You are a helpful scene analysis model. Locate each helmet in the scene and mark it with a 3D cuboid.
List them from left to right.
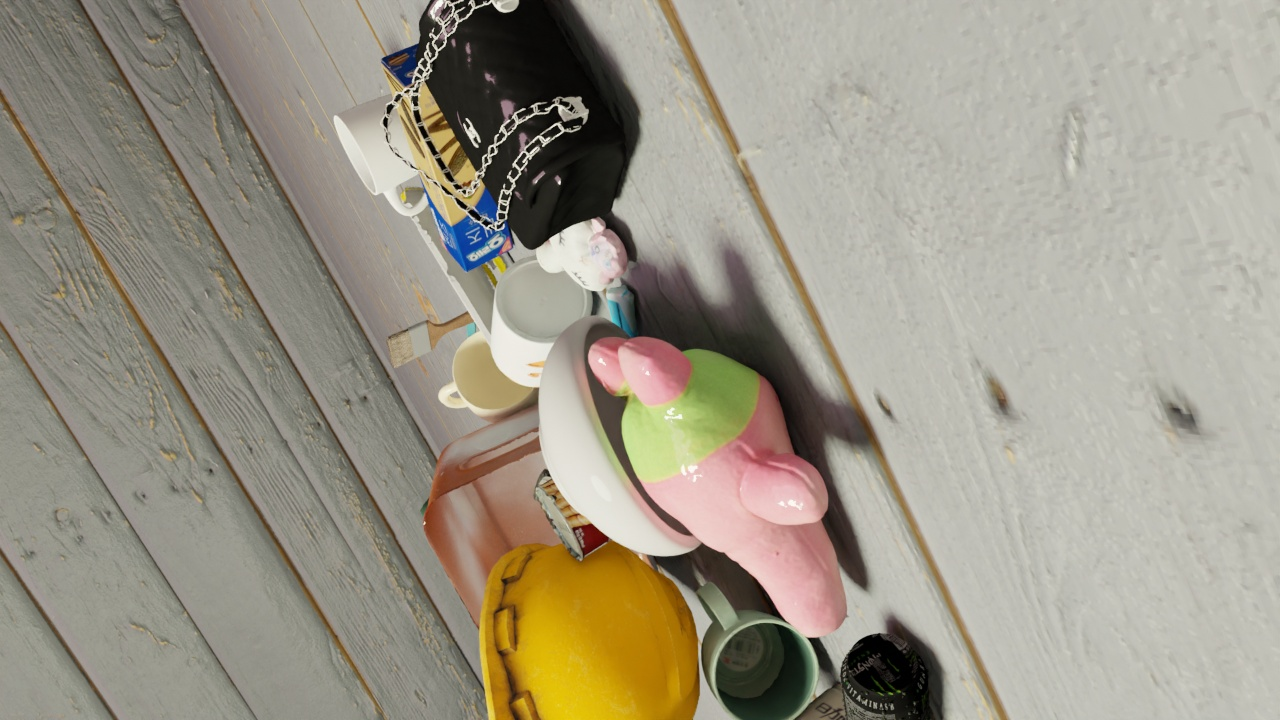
[{"bbox_3d":[-0.019,0.244,0.746,0.205,0.131,0.254,43,-153,-38],"label":"helmet"}]

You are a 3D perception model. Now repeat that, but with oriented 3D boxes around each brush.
[{"bbox_3d":[-0.207,-0.037,0.997,0.008,0.142,0.045,47,150,31],"label":"brush"}]

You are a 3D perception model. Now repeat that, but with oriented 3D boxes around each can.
[{"bbox_3d":[0.115,0.309,0.699,0.054,0.135,0.054,50,161,25],"label":"can"},{"bbox_3d":[0.160,0.234,0.595,0.054,0.053,0.138,39,153,47],"label":"can"}]

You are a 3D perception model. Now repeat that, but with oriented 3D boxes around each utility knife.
[{"bbox_3d":[-0.004,0.004,0.739,0.022,0.015,0.177,20,146,24],"label":"utility knife"}]

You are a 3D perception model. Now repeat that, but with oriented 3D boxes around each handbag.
[{"bbox_3d":[-0.088,-0.151,0.557,0.153,0.114,0.125,62,160,5],"label":"handbag"}]

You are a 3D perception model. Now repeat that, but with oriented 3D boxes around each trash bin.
[{"bbox_3d":[-0.092,0.185,0.946,0.157,0.181,0.260,-114,0,-69],"label":"trash bin"}]

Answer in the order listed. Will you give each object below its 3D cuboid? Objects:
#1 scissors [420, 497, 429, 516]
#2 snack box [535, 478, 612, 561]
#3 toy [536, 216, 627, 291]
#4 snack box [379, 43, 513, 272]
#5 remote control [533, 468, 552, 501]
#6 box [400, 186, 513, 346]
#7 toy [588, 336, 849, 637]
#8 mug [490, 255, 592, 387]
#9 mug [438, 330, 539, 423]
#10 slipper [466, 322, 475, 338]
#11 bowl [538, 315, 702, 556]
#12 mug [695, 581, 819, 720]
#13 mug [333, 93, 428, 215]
[{"bbox_3d":[-0.149,0.152,1.053,0.015,0.203,0.201,-9,146,43],"label":"scissors"},{"bbox_3d":[-0.016,0.101,0.745,0.072,0.121,0.072,51,159,28],"label":"snack box"},{"bbox_3d":[-0.047,-0.087,0.669,0.123,0.038,0.079,29,139,52],"label":"toy"},{"bbox_3d":[-0.167,-0.175,0.817,0.057,0.056,0.207,45,157,36],"label":"snack box"},{"bbox_3d":[-0.031,0.132,0.843,0.013,0.136,0.033,-106,34,-71],"label":"remote control"},{"bbox_3d":[-0.165,-0.099,0.945,0.210,0.070,0.067,58,-177,2],"label":"box"},{"bbox_3d":[0.060,0.073,0.558,0.237,0.096,0.192,54,173,-12],"label":"toy"},{"bbox_3d":[-0.086,-0.031,0.786,0.082,0.082,0.105,56,161,12],"label":"mug"},{"bbox_3d":[-0.161,0.027,1.013,0.100,0.120,0.096,79,170,-72],"label":"mug"},{"bbox_3d":[-0.184,-0.027,1.102,0.269,0.054,0.098,64,159,-10],"label":"slipper"},{"bbox_3d":[-0.021,0.060,0.644,0.176,0.066,0.176,52,-159,-30],"label":"bowl"},{"bbox_3d":[0.082,0.232,0.751,0.111,0.084,0.104,57,171,1],"label":"mug"},{"bbox_3d":[-0.228,-0.200,0.888,0.081,0.087,0.114,27,143,59],"label":"mug"}]
